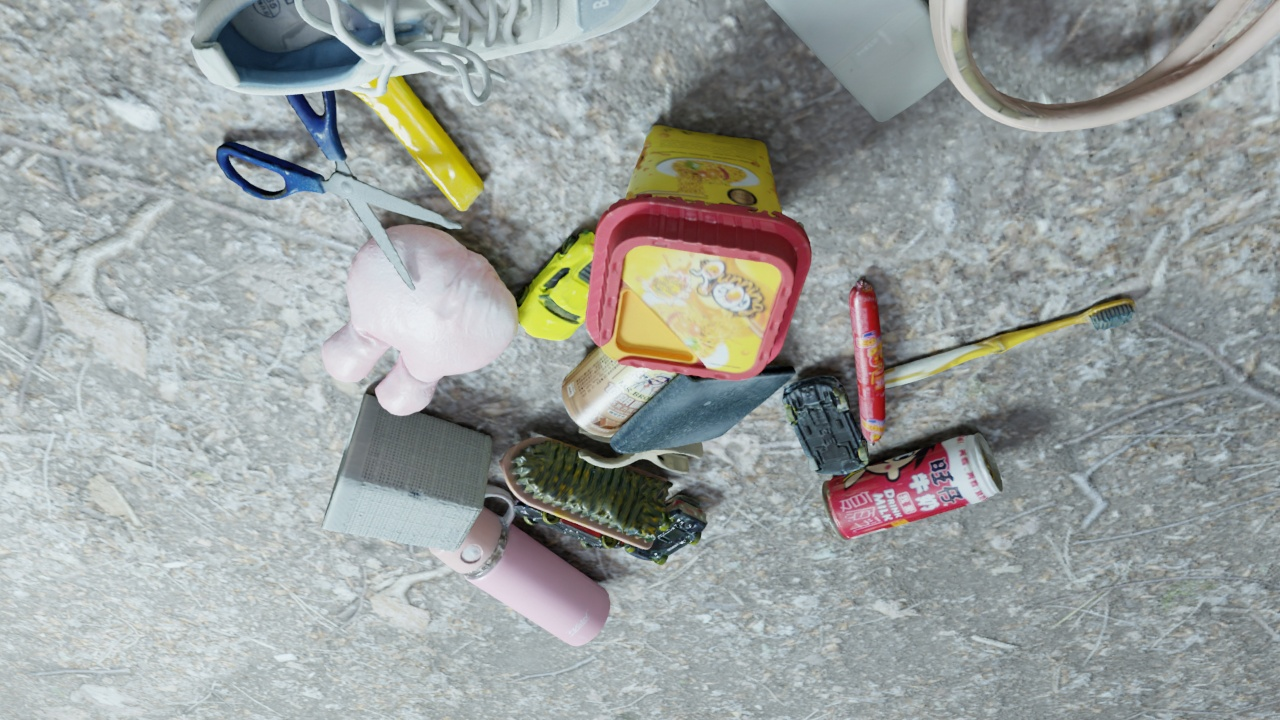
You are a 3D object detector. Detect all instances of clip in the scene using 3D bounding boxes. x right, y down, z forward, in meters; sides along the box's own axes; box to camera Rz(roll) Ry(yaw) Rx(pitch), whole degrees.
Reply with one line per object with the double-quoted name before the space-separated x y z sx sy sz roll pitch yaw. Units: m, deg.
"clip" -0.009 0.074 0.755 0.104 0.034 0.084 31 128 -34

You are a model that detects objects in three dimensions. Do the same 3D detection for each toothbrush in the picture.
"toothbrush" 0.250 -0.006 0.653 0.192 0.018 0.016 -19 129 24

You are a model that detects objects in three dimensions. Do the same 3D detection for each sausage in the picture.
"sausage" 0.165 0.005 0.663 0.020 0.020 0.156 -6 128 12

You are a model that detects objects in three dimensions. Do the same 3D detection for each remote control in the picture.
"remote control" 0.104 -0.190 0.477 0.150 0.021 0.058 37 126 -28

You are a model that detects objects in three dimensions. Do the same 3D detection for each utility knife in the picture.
"utility knife" -0.145 -0.150 0.549 0.033 0.015 0.154 -18 131 23

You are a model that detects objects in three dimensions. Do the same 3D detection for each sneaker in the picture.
"sneaker" -0.103 -0.178 0.452 0.242 0.090 0.090 -8 135 2

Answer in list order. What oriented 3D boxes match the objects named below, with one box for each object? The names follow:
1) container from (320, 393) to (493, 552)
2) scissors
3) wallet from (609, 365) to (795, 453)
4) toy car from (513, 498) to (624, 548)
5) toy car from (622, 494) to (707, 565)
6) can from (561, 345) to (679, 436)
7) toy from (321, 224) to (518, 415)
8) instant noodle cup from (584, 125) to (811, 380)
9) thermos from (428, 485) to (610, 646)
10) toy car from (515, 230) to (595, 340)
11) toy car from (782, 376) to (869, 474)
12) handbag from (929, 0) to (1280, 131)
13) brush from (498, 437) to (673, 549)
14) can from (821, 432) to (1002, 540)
"container" -0.190 0.097 0.759 0.114 0.090 0.090 18 135 -17
"scissors" -0.192 -0.117 0.565 0.175 0.012 0.162 6 125 19
"wallet" 0.048 0.034 0.677 0.120 0.019 0.097 -3 149 -43
"toy car" -0.063 0.143 0.825 0.106 0.031 0.049 26 157 -23
"toy car" 0.021 0.155 0.830 0.042 0.035 0.091 30 131 -21
"can" -0.004 0.004 0.661 0.058 0.058 0.117 30 131 -23
"toy" -0.160 -0.026 0.649 0.121 0.054 0.160 37 123 -20
"instant noodle cup" 0.033 -0.069 0.536 0.116 0.123 0.116 8 136 -2
"thermos" -0.108 0.192 0.869 0.087 0.067 0.198 -44 121 2
"toy car" -0.049 -0.046 0.635 0.048 0.032 0.105 30 133 -23
"toy car" 0.145 0.051 0.713 0.049 0.031 0.105 -12 132 21
"handbag" 0.222 -0.200 0.412 0.193 0.093 0.235 5 139 0
"brush" -0.049 0.108 0.776 0.145 0.063 0.073 22 164 -14
"can" 0.218 0.103 0.743 0.133 0.053 0.053 -24 129 27
